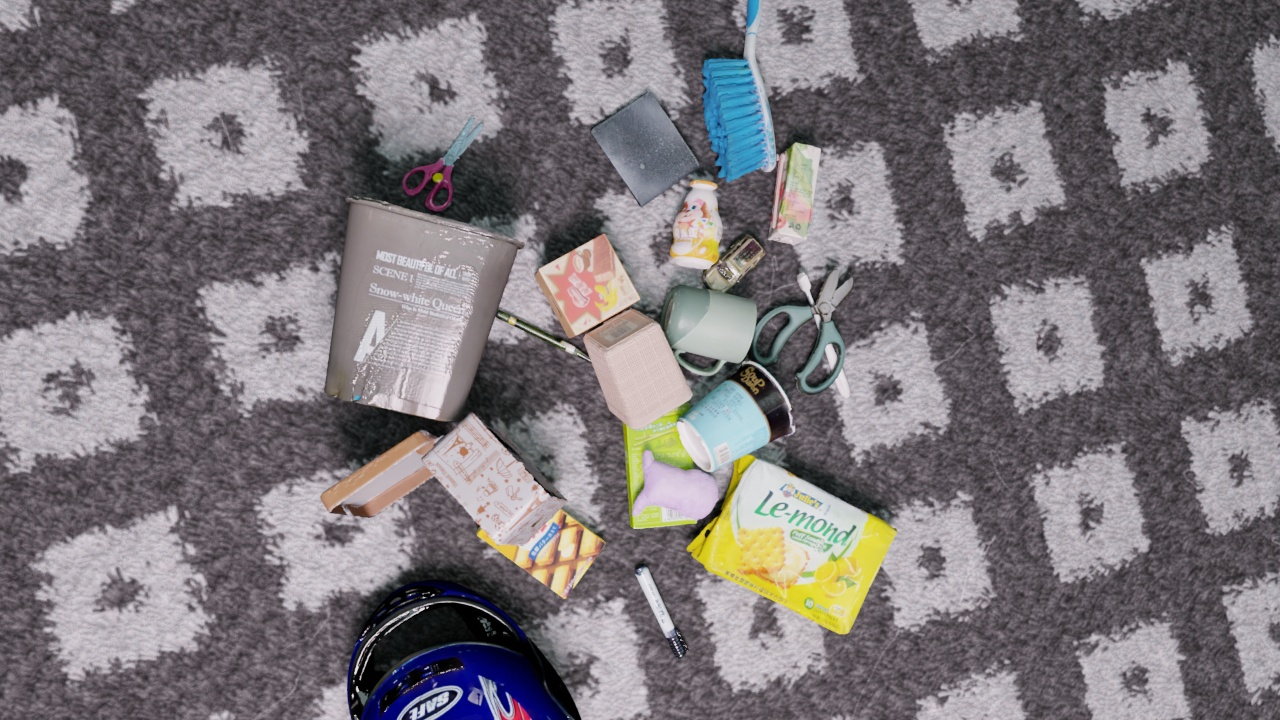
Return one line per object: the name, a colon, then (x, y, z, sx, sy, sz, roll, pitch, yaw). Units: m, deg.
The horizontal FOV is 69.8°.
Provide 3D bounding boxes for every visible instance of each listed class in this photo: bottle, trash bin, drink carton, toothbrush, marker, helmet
bottle: (0.074, -0.173, 1.172, 0.063, 0.063, 0.108, 8, 87, -10)
trash bin: (-0.255, -0.058, 1.054, 0.199, 0.198, 0.220, 14, 92, -10)
drink carton: (0.199, -0.217, 1.199, 0.045, 0.053, 0.122, 9, 87, -9)
toothbrush: (-0.097, -0.022, 1.165, 0.186, 0.012, 0.017, 26, 79, -9)
marker: (0.027, 0.322, 1.180, 0.022, 0.018, 0.130, -26, 94, -18)
toothbrush: (0.244, -0.033, 1.225, 0.016, 0.016, 0.180, -22, 95, 0)
helmet: (-0.202, 0.411, 1.027, 0.247, 0.240, 0.315, -28, 93, -11)

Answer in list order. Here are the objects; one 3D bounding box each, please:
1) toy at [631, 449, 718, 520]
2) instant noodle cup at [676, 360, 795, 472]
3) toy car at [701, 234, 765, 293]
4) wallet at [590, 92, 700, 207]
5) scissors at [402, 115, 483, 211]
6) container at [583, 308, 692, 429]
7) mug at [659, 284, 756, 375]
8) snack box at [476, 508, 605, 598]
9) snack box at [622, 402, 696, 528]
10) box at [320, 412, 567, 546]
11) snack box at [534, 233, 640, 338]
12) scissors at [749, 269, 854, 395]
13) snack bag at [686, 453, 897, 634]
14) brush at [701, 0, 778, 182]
toy: (0.047, 0.164, 1.146, 0.108, 0.039, 0.084, 15, 86, -13)
instant noodle cup: (0.112, 0.076, 1.144, 0.120, 0.111, 0.111, -31, 94, -16)
toy car: (0.120, -0.123, 1.194, 0.090, 0.035, 0.042, -43, 95, -6)
wallet: (0.006, -0.273, 1.184, 0.097, 0.019, 0.121, -35, 93, -8)
scissors: (-0.245, -0.254, 1.143, 0.072, 0.017, 0.137, 25, 81, 1)
container: (-0.007, 0.007, 1.120, 0.090, 0.090, 0.111, -30, 118, -14)
mug: (0.080, -0.035, 1.167, 0.106, 0.082, 0.112, 12, 113, -10)
snack box: (-0.124, 0.221, 1.147, 0.140, 0.034, 0.087, 38, 82, -5)
snack box: (0.024, 0.134, 1.177, 0.085, 0.026, 0.156, -5, 90, -10)
box: (-0.207, 0.164, 1.038, 0.217, 0.180, 0.157, -33, 80, -6)
snack box: (-0.067, -0.091, 1.138, 0.094, 0.077, 0.093, -30, 94, -9)
scissors: (0.211, -0.049, 1.204, 0.161, 0.019, 0.179, 15, 96, -3)
snack bag: (0.198, 0.236, 1.185, 0.246, 0.068, 0.158, 28, 85, -8)
brush: (0.129, -0.391, 1.193, 0.109, 0.061, 0.314, -10, 89, -16)
